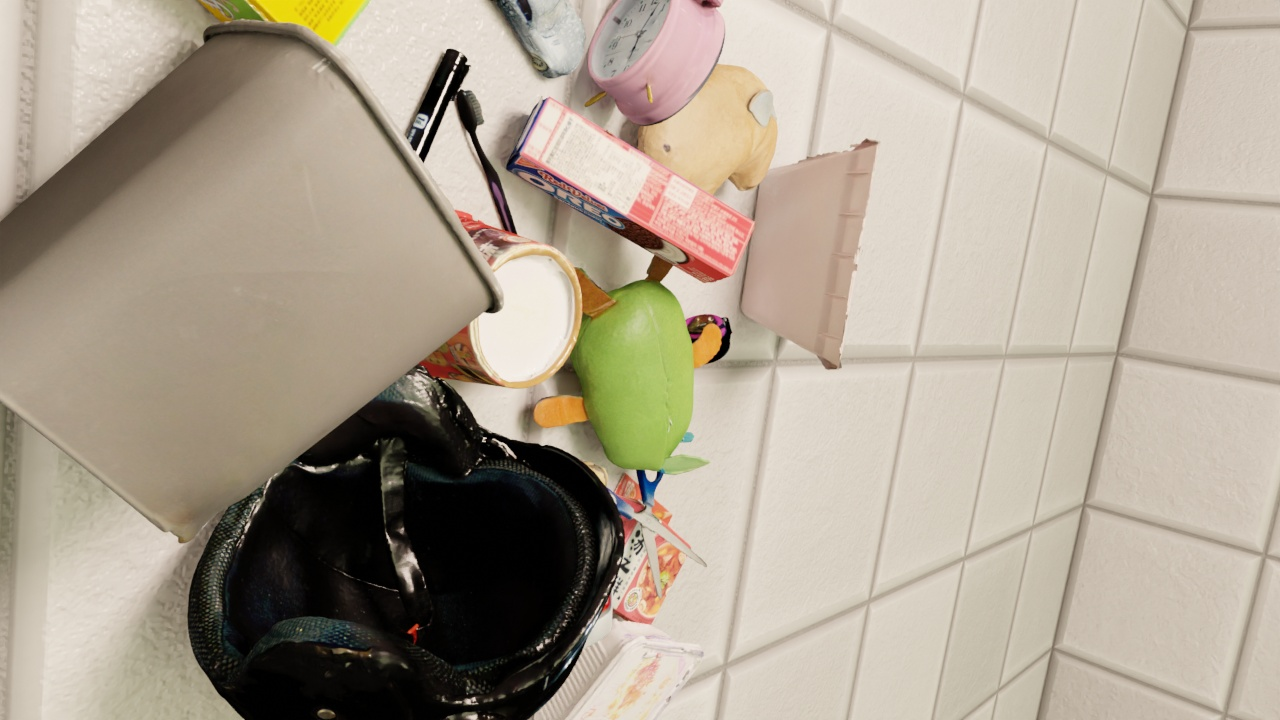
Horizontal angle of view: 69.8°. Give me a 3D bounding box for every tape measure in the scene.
[{"bbox_3d":[0.065,-0.024,0.957,0.057,0.057,0.039,-62,143,-51],"label":"tape measure"}]

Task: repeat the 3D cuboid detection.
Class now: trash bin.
[{"bbox_3d":[-0.236,-0.042,0.512,0.219,0.199,0.199,-47,131,-20],"label":"trash bin"}]

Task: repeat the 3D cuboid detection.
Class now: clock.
[{"bbox_3d":[0.016,-0.282,0.779,0.059,0.117,0.158,29,81,-38],"label":"clock"}]

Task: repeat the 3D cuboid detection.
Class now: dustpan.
[{"bbox_3d":[0.213,-0.118,0.990,0.138,0.273,0.223,5,101,-25],"label":"dustpan"}]

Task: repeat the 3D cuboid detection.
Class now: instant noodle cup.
[{"bbox_3d":[-0.031,0.332,0.923,0.173,0.060,0.138,-52,140,8],"label":"instant noodle cup"},{"bbox_3d":[-0.119,-0.043,0.697,0.137,0.109,0.138,-17,114,-45],"label":"instant noodle cup"}]

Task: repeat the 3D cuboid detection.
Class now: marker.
[{"bbox_3d":[-0.160,-0.169,0.680,0.022,0.020,0.132,32,76,-49],"label":"marker"}]

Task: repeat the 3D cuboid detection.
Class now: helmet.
[{"bbox_3d":[-0.149,0.154,0.614,0.233,0.274,0.231,-93,-176,-45],"label":"helmet"}]

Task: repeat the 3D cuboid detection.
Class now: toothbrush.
[{"bbox_3d":[-0.114,-0.132,0.752,0.016,0.014,0.189,-52,137,-43],"label":"toothbrush"}]

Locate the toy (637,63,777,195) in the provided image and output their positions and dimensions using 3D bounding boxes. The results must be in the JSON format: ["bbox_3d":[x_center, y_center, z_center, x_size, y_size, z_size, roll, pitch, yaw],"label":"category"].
[{"bbox_3d":[0.045,-0.197,0.864,0.225,0.083,0.143,-38,118,-33],"label":"toy"}]

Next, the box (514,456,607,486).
[{"bbox_3d":[-0.082,0.176,0.824,0.059,0.090,0.184,-6,102,-53],"label":"box"}]

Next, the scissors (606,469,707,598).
[{"bbox_3d":[-0.001,0.146,0.903,0.162,0.012,0.175,23,48,-23],"label":"scissors"}]

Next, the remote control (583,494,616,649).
[{"bbox_3d":[-0.044,0.181,0.785,0.055,0.020,0.136,-13,110,-51],"label":"remote control"}]

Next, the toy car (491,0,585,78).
[{"bbox_3d":[-0.080,-0.280,0.727,0.054,0.037,0.120,-58,140,-20],"label":"toy car"}]

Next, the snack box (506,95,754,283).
[{"bbox_3d":[-0.008,-0.139,0.765,0.207,0.057,0.058,28,79,-17],"label":"snack box"}]

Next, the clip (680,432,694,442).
[{"bbox_3d":[0.029,0.080,0.977,0.055,0.038,0.013,2,99,-40],"label":"clip"}]

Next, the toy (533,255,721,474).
[{"bbox_3d":[-0.005,0.005,0.859,0.226,0.090,0.247,-23,122,-28],"label":"toy"}]

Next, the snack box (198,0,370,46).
[{"bbox_3d":[-0.206,-0.305,0.545,0.157,0.070,0.209,46,67,-46],"label":"snack box"}]

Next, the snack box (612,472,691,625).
[{"bbox_3d":[-0.003,0.201,0.957,0.113,0.044,0.127,47,66,-46],"label":"snack box"}]
